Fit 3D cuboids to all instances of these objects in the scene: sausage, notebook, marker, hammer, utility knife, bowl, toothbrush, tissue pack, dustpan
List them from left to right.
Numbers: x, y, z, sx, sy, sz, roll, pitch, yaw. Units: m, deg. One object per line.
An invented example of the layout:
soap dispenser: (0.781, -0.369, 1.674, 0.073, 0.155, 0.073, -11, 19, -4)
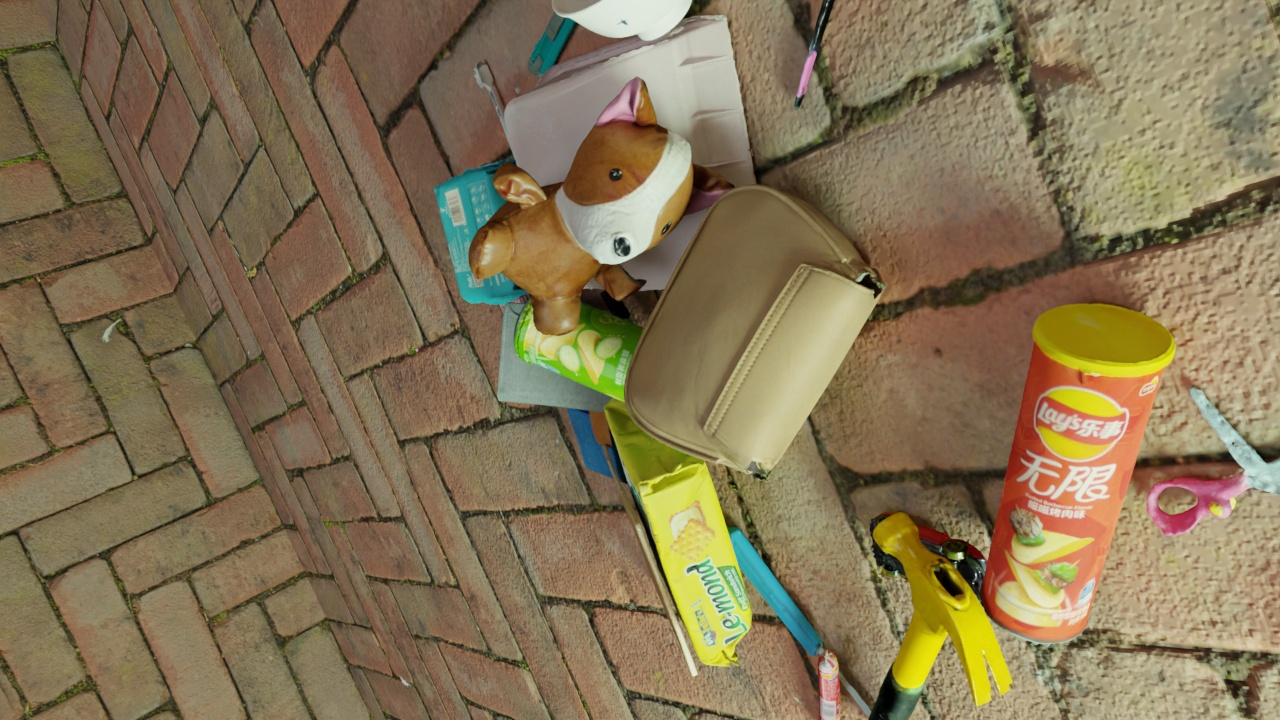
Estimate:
tissue pack: (-0.142, -0.119, 0.880, 0.093, 0.050, 0.133, -4, 102, 45)
toothbrush: (-0.129, -0.217, 0.930, 0.016, 0.016, 0.180, -17, 97, 63)
utility knife: (-0.065, -0.303, 0.793, 0.029, 0.013, 0.176, 57, 145, 8)
dustpan: (-0.006, -0.171, 0.808, 0.274, 0.138, 0.223, -2, 111, 23)
bowl: (-0.001, -0.275, 0.671, 0.118, 0.118, 0.064, 12, 158, 49)
marker: (0.001, -0.013, 0.876, 0.018, 0.022, 0.131, -26, 103, 17)
notebook: (0.008, 0.203, 0.938, 0.147, 0.008, 0.208, -121, 10, -61)
utility knife: (0.147, 0.246, 0.867, 0.218, 0.018, 0.034, 52, 156, 16)
sausage: (0.176, 0.316, 0.856, 0.020, 0.020, 0.156, 30, 143, 39)
toothbrush: (0.127, -0.245, 0.584, 0.018, 0.014, 0.190, 31, 136, 21)
hammer: (0.211, 0.248, 0.723, 0.301, 0.032, 0.128, 88, 156, -48)

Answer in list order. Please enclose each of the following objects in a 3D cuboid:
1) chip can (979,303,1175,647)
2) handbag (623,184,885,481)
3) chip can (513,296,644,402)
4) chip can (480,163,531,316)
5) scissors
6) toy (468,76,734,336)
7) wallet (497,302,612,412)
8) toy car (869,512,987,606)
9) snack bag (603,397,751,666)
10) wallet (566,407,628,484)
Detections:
chip can: (0.260, 0.075, 0.565, 0.073, 0.073, 0.217, 29, 133, 39)
handbag: (0.083, -0.019, 0.678, 0.148, 0.099, 0.205, 41, 109, 36)
chip can: (-0.005, 0.005, 0.797, 0.221, 0.072, 0.073, 23, 132, 15)
chip can: (-0.125, -0.086, 0.960, 0.072, 0.072, 0.236, -18, 96, 55)
scissors: (0.345, 0.070, 0.505, 0.134, 0.017, 0.134, 54, 141, 19)
toy: (-0.036, -0.110, 0.700, 0.200, 0.140, 0.130, -33, 39, 21)
wallet: (-0.075, -0.005, 0.905, 0.130, 0.037, 0.106, 6, 99, 10)
toy car: (0.221, 0.150, 0.697, 0.106, 0.031, 0.049, 17, 125, 53)
snack bag: (0.038, 0.153, 0.856, 0.158, 0.068, 0.247, -119, 11, -62)
wallet: (-0.023, 0.085, 0.970, 0.133, 0.040, 0.106, 13, 125, 47)
